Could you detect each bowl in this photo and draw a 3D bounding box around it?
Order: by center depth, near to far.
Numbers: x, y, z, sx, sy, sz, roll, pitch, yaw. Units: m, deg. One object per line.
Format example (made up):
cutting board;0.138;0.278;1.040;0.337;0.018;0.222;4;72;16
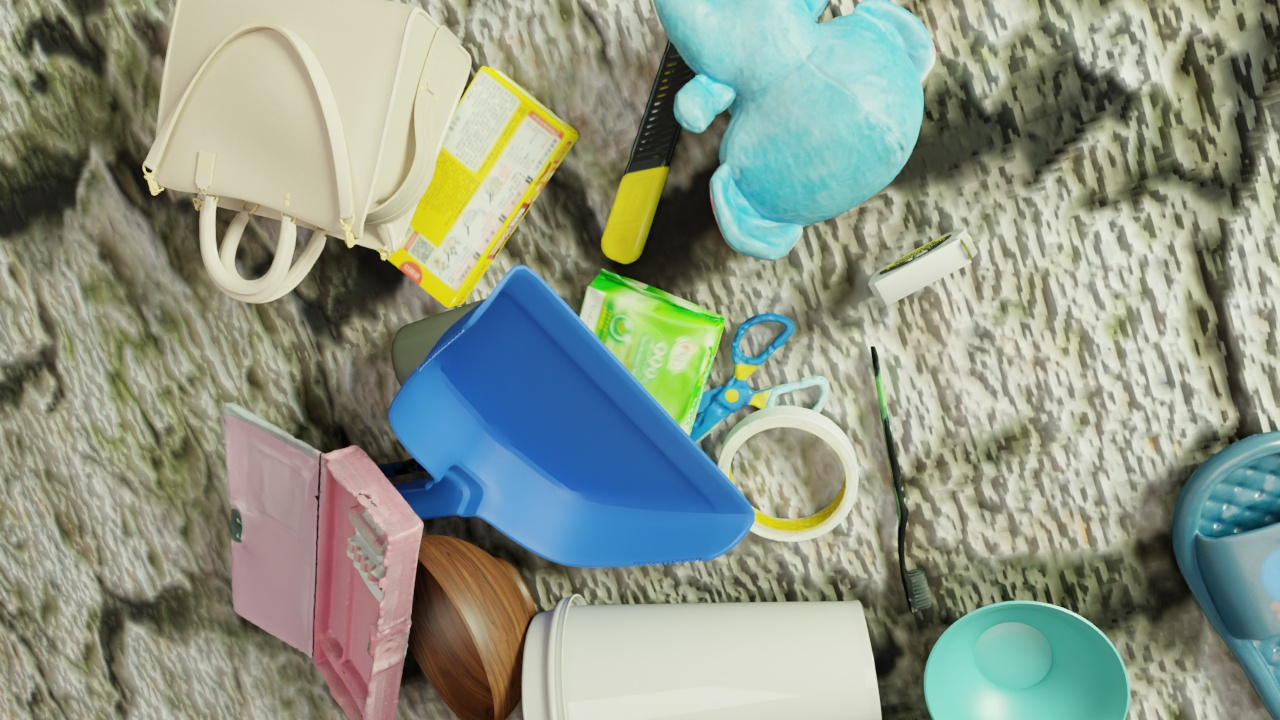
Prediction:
bowl;0.248;0.205;0.602;0.121;0.046;0.121;3;102;13
bowl;-0.118;0.184;0.664;0.147;0.068;0.147;31;133;39

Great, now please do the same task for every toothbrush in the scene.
toothbrush;0.173;0.081;0.612;0.017;0.014;0.188;-11;99;2

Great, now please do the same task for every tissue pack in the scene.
tissue pack;-0.004;0.004;0.623;0.099;0.034;0.114;21;107;14

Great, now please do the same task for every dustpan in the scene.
dustpan;-0.096;0.068;0.622;0.258;0.059;0.245;-14;130;41

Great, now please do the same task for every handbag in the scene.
handbag;-0.226;-0.133;0.594;0.195;0.101;0.198;16;88;17

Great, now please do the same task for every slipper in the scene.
slipper;0.394;0.146;0.551;0.104;0.059;0.214;-22;97;19

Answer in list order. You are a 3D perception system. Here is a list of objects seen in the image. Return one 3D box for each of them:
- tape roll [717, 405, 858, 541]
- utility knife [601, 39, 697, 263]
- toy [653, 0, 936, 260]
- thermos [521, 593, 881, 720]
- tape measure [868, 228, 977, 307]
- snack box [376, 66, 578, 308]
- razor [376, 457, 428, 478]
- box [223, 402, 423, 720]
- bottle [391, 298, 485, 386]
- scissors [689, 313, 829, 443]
tape roll;0.099;0.077;0.619;0.094;0.019;0.094;4;110;10
utility knife;0.014;-0.153;0.598;0.029;0.020;0.187;22;107;7
toy;0.079;-0.161;0.538;0.180;0.115;0.183;41;85;-16
thermos;0.042;0.217;0.621;0.222;0.131;0.131;-8;99;7
tape measure;0.171;-0.057;0.557;0.064;0.064;0.017;-29;94;19
snack box;-0.116;-0.117;0.633;0.075;0.025;0.152;39;107;3
razor;-0.202;0.084;0.699;0.141;0.018;0.044;-12;98;15
box;-0.232;0.153;0.672;0.180;0.050;0.233;33;128;21
bottle;-0.114;-0.010;0.637;0.108;0.060;0.060;-16;97;16
scissors;0.070;0.032;0.629;0.097;0.020;0.133;45;109;4
